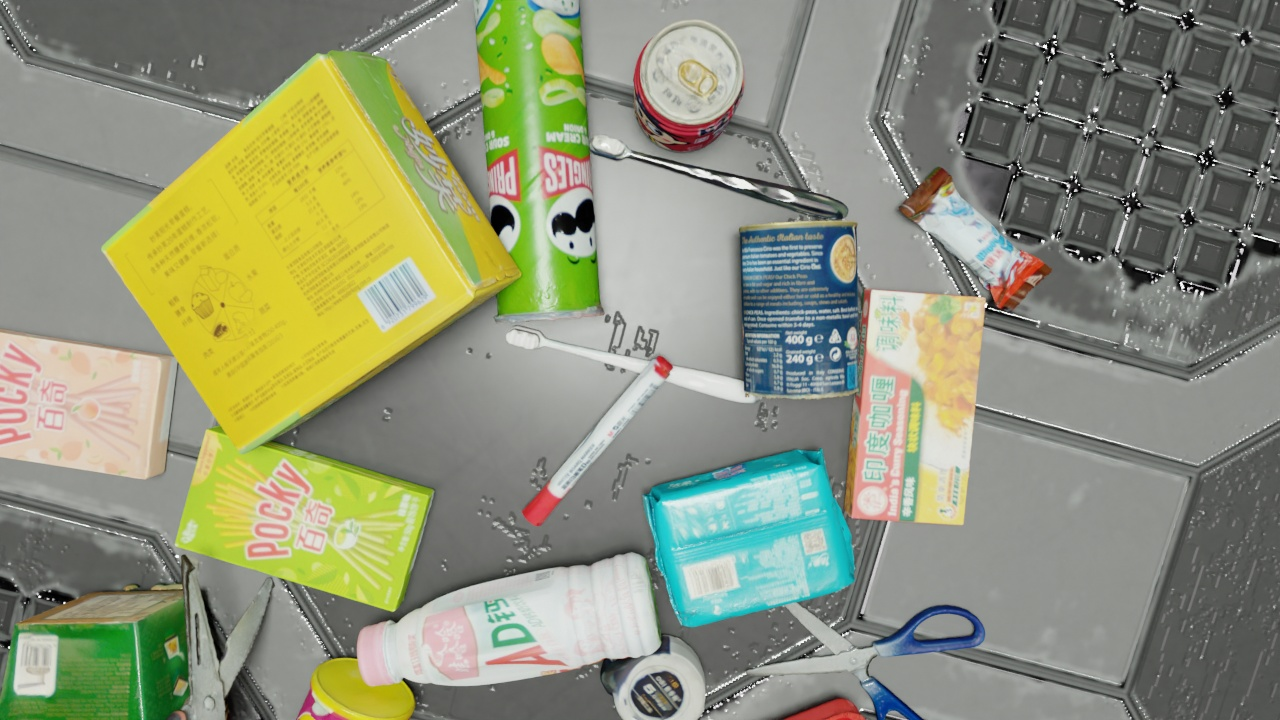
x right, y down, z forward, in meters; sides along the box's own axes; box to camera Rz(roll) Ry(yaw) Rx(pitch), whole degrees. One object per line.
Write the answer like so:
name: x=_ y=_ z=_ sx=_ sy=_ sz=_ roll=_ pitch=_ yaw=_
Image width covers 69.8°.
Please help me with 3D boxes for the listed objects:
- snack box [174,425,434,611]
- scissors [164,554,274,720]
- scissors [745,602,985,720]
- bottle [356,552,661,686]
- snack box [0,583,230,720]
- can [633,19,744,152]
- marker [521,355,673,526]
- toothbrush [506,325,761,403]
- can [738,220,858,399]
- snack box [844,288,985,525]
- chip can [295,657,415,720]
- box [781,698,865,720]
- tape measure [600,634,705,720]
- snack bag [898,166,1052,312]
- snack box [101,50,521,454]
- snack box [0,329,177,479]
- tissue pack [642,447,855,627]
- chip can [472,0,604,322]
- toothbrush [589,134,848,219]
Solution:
snack box: x=-0.228 y=0.107 z=0.626 sx=0.156 sy=0.026 sz=0.086 roll=18 pitch=94 yaw=-2
scissors: x=-0.269 y=0.233 z=0.561 sx=0.015 sy=0.224 sz=0.189 roll=-11 pitch=117 yaw=19
scissors: x=0.164 y=0.216 z=0.647 sx=0.162 sy=0.012 sz=0.174 roll=-29 pitch=93 yaw=3
bottle: x=-0.087 y=0.178 z=0.613 sx=0.197 sy=0.068 sz=0.068 roll=-11 pitch=95 yaw=2
snack box: x=-0.340 y=0.208 z=0.590 sx=0.118 sy=0.117 sz=0.105 roll=-3 pitch=91 yaw=2
can: x=0.029 y=-0.169 z=0.571 sx=0.066 sy=0.094 sz=0.066 roll=0 pitch=94 yaw=-1
marker: x=-0.029 y=0.055 z=0.620 sx=0.017 sy=0.017 sz=0.145 roll=40 pitch=99 yaw=-4
toothbrush: x=-0.004 y=0.004 z=0.624 sx=0.180 sy=0.016 sz=0.016 roll=14 pitch=102 yaw=-2
can: x=0.103 y=-0.032 z=0.593 sx=0.075 sy=0.075 sz=0.111 roll=-2 pitch=95 yaw=-1
snack box: x=0.185 y=0.031 z=0.624 sx=0.077 sy=0.027 sz=0.156 roll=4 pitch=95 yaw=0
chip can: x=-0.226 y=0.313 z=0.620 sx=0.071 sy=0.071 sz=0.210 roll=24 pitch=94 yaw=-3
box: x=0.085 y=0.334 z=0.644 sx=0.201 sy=0.039 sz=0.158 roll=-23 pitch=110 yaw=2
tape measure: x=0.012 y=0.226 z=0.635 sx=0.066 sy=0.033 sz=0.066 roll=-24 pitch=96 yaw=3
snack bag: x=0.224 y=-0.081 z=0.616 sx=0.104 sy=0.026 sz=0.048 roll=45 pitch=81 yaw=-4
snack box: x=-0.201 y=-0.061 z=0.558 sx=0.210 sy=0.069 sz=0.157 roll=-30 pitch=95 yaw=23
snack box: x=-0.398 y=0.026 z=0.617 sx=0.157 sy=0.026 sz=0.084 roll=9 pitch=94 yaw=-2
tissue pack: x=0.075 y=0.117 z=0.618 sx=0.133 sy=0.050 sz=0.093 roll=-13 pitch=93 yaw=0
chip can: x=-0.067 y=-0.143 z=0.585 sx=0.072 sy=0.072 sz=0.236 roll=-4 pitch=94 yaw=-1
toothbrush: x=0.053 y=-0.123 z=0.616 sx=0.181 sy=0.018 sz=0.015 roll=15 pitch=91 yaw=-3
